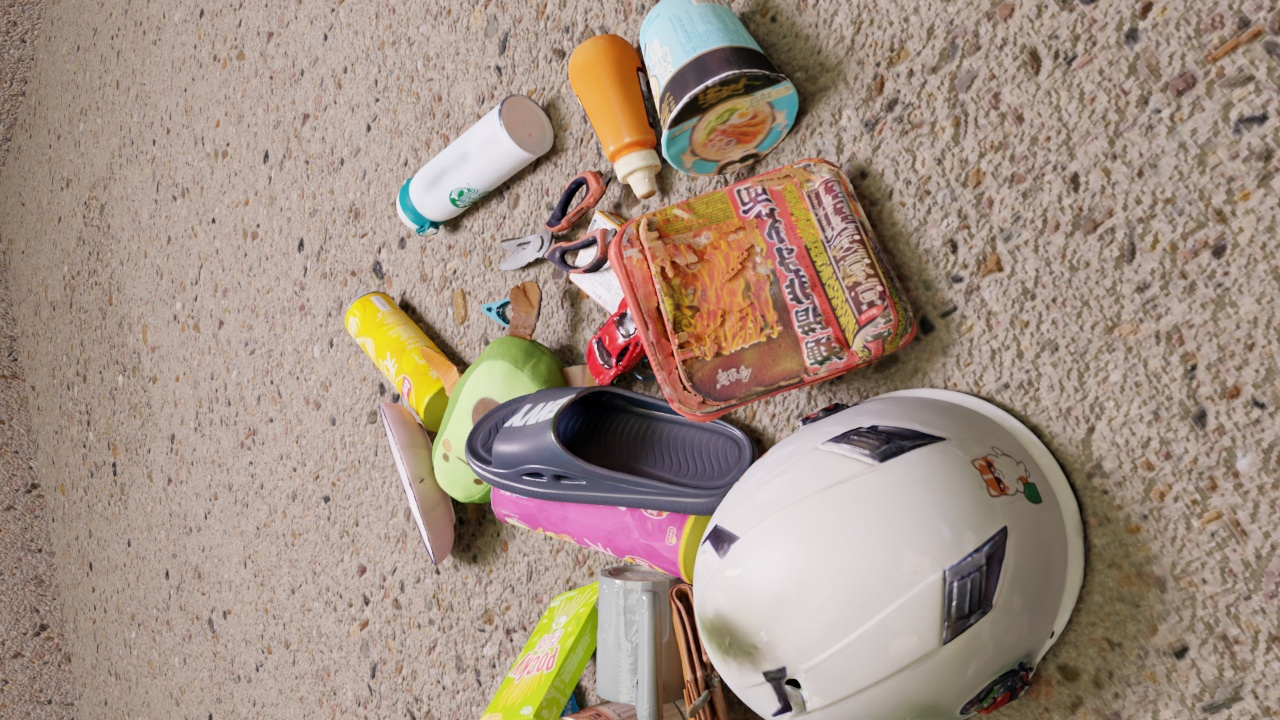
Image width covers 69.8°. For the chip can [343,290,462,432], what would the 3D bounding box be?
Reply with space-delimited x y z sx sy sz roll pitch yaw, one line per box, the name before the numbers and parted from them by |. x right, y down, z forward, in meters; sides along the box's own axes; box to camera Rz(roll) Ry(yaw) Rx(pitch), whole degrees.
chip can | -0.273 -0.003 1.076 0.213 0.072 0.072 40 118 37

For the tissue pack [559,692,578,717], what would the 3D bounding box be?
tissue pack | -0.090 0.393 0.914 0.095 0.052 0.157 -36 66 41

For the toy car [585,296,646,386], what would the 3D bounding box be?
toy car | -0.017 -0.018 0.815 0.107 0.031 0.049 -49 59 38

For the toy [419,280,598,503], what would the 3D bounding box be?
toy | -0.134 0.053 0.922 0.227 0.089 0.247 42 117 14

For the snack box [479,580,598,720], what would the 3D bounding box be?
snack box | -0.081 0.274 0.843 0.086 0.156 0.026 -29 109 42

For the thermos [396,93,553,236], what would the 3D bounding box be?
thermos | -0.188 -0.203 0.993 0.225 0.073 0.073 -23 75 43

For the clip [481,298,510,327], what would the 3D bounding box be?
clip | -0.155 -0.054 0.999 0.054 0.013 0.033 9 96 45

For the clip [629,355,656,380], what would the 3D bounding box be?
clip | -0.005 0.003 0.844 0.058 0.026 0.042 17 110 44

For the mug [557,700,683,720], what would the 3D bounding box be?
mug | -0.011 0.338 0.796 0.115 0.105 0.081 -14 81 44

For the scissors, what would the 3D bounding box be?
scissors | -0.087 -0.129 0.907 0.201 0.015 0.206 56 129 42

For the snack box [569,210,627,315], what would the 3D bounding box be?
snack box | -0.003 -0.071 0.839 0.154 0.026 0.075 42 119 37

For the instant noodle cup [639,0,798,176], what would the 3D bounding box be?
instant noodle cup | 0.052 -0.228 0.736 0.111 0.111 0.120 -43 54 36

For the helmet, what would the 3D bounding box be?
helmet | 0.136 0.143 0.613 0.275 0.156 0.230 -46 61 35

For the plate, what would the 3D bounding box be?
plate | -0.246 0.133 1.033 0.192 0.039 0.193 71 162 0

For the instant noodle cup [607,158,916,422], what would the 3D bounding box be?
instant noodle cup | 0.085 -0.047 0.677 0.189 0.079 0.164 -18 72 -3

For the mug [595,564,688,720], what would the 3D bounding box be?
mug | 0.005 0.235 0.779 0.124 0.083 0.103 150 120 -85

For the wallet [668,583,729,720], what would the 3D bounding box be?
wallet | 0.052 0.261 0.717 0.119 0.035 0.131 -95 -6 -66

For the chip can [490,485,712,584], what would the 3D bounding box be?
chip can | -0.032 0.135 0.811 0.211 0.071 0.071 10 97 33

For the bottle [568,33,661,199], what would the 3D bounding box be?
bottle | -0.016 -0.216 0.831 0.067 0.066 0.149 -25 80 42

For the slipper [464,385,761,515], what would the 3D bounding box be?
slipper | -0.031 0.059 0.770 0.268 0.110 0.083 6 138 24
